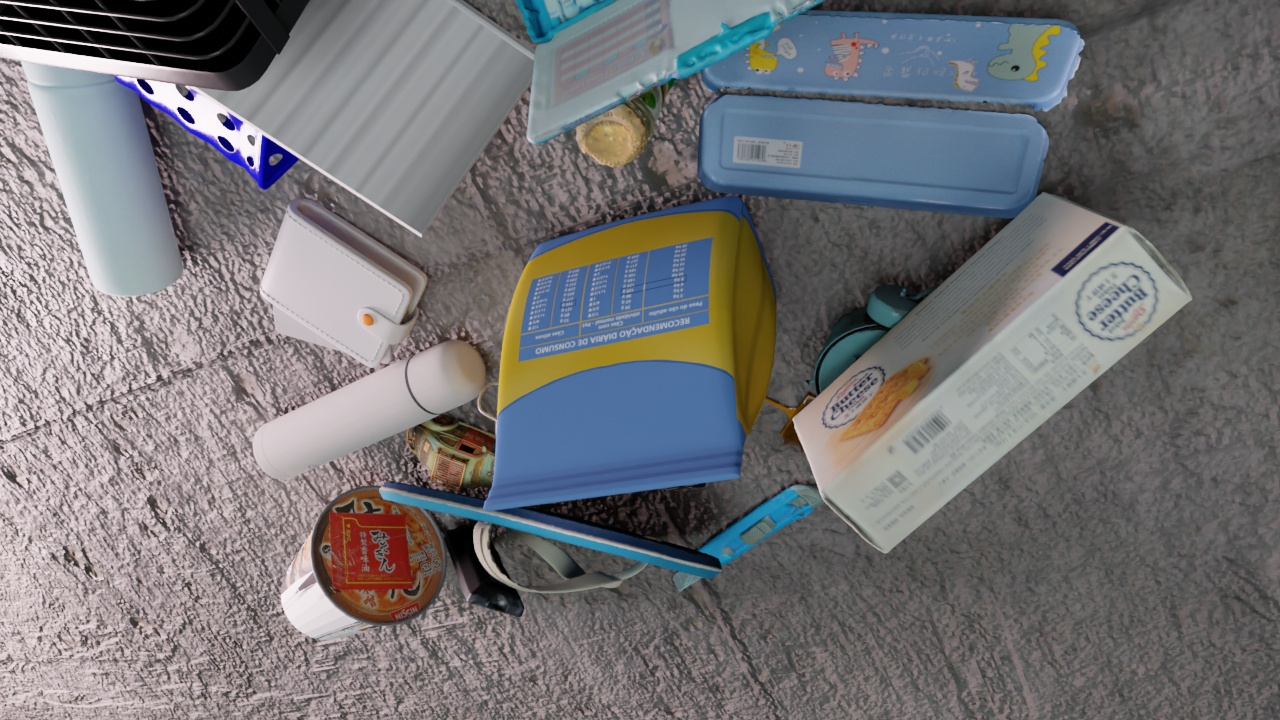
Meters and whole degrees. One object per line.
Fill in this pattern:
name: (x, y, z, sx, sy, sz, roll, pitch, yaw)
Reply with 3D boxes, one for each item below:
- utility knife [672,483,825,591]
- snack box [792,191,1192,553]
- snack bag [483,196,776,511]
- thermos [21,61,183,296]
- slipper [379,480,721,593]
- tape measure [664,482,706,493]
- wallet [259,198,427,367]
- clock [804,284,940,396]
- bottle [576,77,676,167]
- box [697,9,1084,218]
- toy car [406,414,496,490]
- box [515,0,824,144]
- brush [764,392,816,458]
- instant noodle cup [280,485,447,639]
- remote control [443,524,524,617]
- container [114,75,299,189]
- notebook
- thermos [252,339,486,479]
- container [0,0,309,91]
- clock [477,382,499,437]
utility knife: (0.084, 0.148, 0.757, 0.031, 0.015, 0.175, 42, 124, -7)
snack box: (0.187, 0.003, 0.524, 0.057, 0.104, 0.208, 42, 105, -13)
snack bag: (-0.003, 0.003, 0.567, 0.159, 0.204, 0.102, -11, 129, 21)
thermos: (-0.387, -0.150, 0.662, 0.078, 0.065, 0.207, -3, 123, -10)
slipper: (-0.079, 0.151, 0.744, 0.295, 0.118, 0.060, 10, 84, 16)
tape measure: (0.018, 0.062, 0.688, 0.038, 0.062, 0.067, -16, 154, 24)
wallet: (-0.233, -0.046, 0.704, 0.118, 0.037, 0.116, 34, 124, -3)
clock: (0.171, -0.004, 0.612, 0.090, 0.053, 0.124, 36, 124, -10)
bottle: (-0.007, -0.152, 0.528, 0.043, 0.110, 0.043, 7, 129, 9)
box: (0.137, -0.149, 0.543, 0.209, 0.034, 0.128, 7, 134, 11)
toy car: (-0.146, 0.083, 0.756, 0.112, 0.047, 0.047, 20, 121, 2)
box: (0.032, -0.220, 0.472, 0.228, 0.071, 0.181, -20, 73, 24)
brush: (0.130, 0.052, 0.680, 0.126, 0.017, 0.048, 27, 125, -3)
instant noodle cup: (-0.258, 0.192, 0.822, 0.123, 0.123, 0.122, 42, 132, -13)
remote control: (-0.130, 0.169, 0.759, 0.047, 0.150, 0.022, 22, 91, -21)
container: (-0.261, -0.186, 0.585, 0.113, 0.084, 0.085, 36, 148, -7)
notebook: (-0.182, -0.189, 0.552, 0.209, 0.142, 0.009, 33, 164, -7)
thermos: (-0.222, 0.041, 0.747, 0.225, 0.052, 0.052, -22, 114, 26)
container: (-0.277, -0.253, 0.464, 0.241, 0.162, 0.130, 13, 159, 19)
clock: (-0.063, 0.046, 0.686, 0.120, 0.091, 0.043, 20, 115, -6)
